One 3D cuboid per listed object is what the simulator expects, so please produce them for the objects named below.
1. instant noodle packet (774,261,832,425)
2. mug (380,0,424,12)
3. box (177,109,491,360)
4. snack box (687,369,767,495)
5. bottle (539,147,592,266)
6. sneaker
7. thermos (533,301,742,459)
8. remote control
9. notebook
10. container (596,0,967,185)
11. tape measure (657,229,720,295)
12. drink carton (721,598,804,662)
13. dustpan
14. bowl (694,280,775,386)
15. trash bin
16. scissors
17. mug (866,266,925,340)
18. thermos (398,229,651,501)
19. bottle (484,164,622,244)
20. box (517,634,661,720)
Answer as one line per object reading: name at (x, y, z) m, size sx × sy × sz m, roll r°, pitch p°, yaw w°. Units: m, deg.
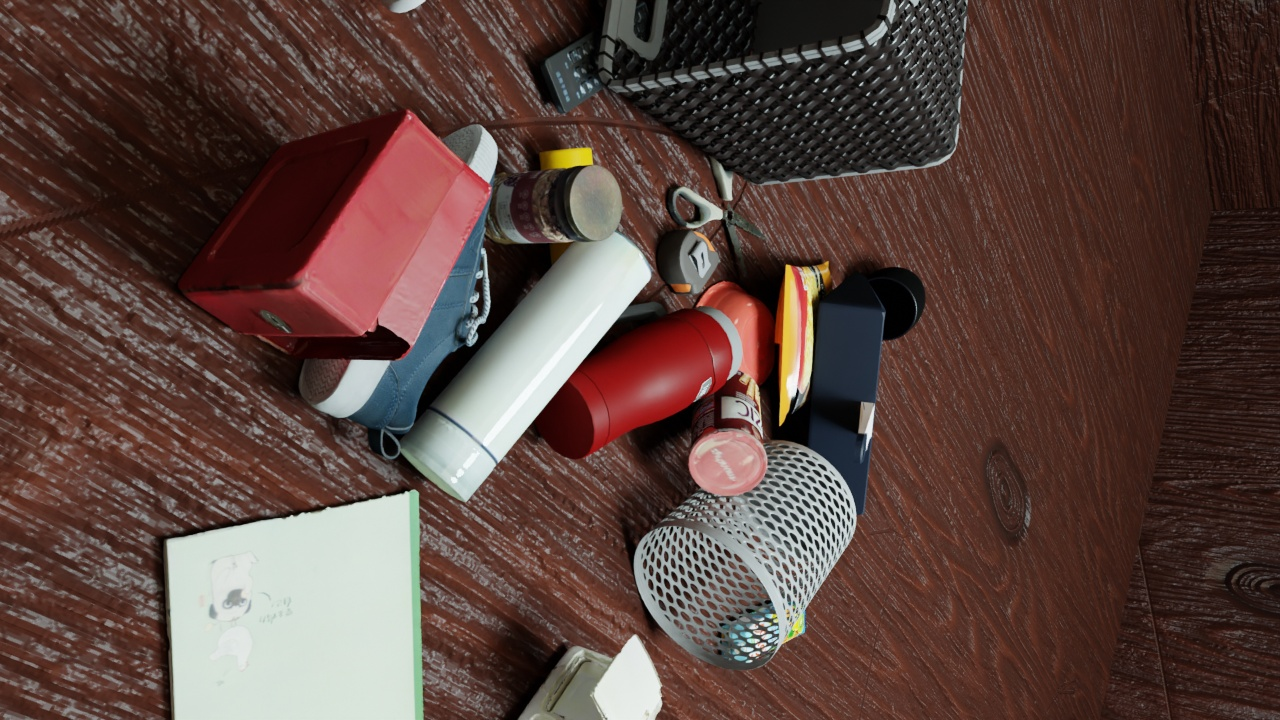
instant noodle packet at (0.183, -0.028, 1.013) m, size 0.220 × 0.032 × 0.160 m, roll -18°, pitch 110°, yaw -67°
mug at (-0.140, -0.286, 0.614) m, size 0.091 × 0.090 × 0.121 m, roll 30°, pitch 71°, yaw -46°
box at (-0.178, -0.070, 0.541) m, size 0.087 × 0.158 × 0.128 m, roll 44°, pitch 60°, yaw -35°
snack box at (0.082, 0.065, 0.876) m, size 0.121 × 0.072 × 0.072 m, roll -81°, pitch 154°, yaw -62°
bottle at (-0.055, -0.102, 0.764) m, size 0.043 × 0.043 × 0.144 m, roll -18°, pitch 107°, yaw -47°
sneaker at (-0.145, -0.051, 0.634) m, size 0.087 × 0.089 × 0.235 m, roll 36°, pitch 72°, yaw -41°
thermos at (-0.005, 0.005, 0.812) m, size 0.198 × 0.084 × 0.108 m, roll -25°, pitch 79°, yaw -43°
remote control at (-0.035, -0.262, 0.790) m, size 0.149 × 0.022 × 0.047 m, roll -45°, pitch 125°, yaw -39°
notebook at (-0.225, 0.226, 0.626) m, size 0.181 × 0.010 × 0.252 m, roll -6°, pitch 98°, yaw -49°
container at (0.144, -0.310, 0.805) m, size 0.243 × 0.246 × 0.247 m, roll 23°, pitch 71°, yaw -55°
tape measure at (0.048, -0.098, 0.886) m, size 0.058 × 0.038 × 0.059 m, roll -55°, pitch 131°, yaw -30°
drink carton at (0.138, 0.302, 1.026) m, size 0.128 × 0.039 × 0.044 m, roll -6°, pitch 98°, yaw -49°
dustpan at (0.234, 0.047, 1.004) m, size 0.272 × 0.080 × 0.236 m, roll -33°, pitch 128°, yaw -59°
bowl at (0.105, -0.017, 0.954) m, size 0.130 × 0.045 × 0.130 m, roll -5°, pitch 97°, yaw -49°
trash bin at (0.110, 0.180, 0.899) m, size 0.182 × 0.157 × 0.156 m, roll -35°, pitch 119°, yaw -44°
scissors at (0.082, -0.162, 0.939) m, size 0.170 × 0.013 × 0.157 m, roll -7°, pitch 99°, yaw -48°
mug at (0.316, -0.065, 1.176) m, size 0.100 × 0.085 × 0.119 m, roll -34°, pitch 149°, yaw -56°
thermos at (-0.084, -0.002, 0.691) m, size 0.229 × 0.068 × 0.068 m, roll -51°, pitch 129°, yaw -17°
bottle at (-0.071, -0.117, 0.697) m, size 0.056 × 0.105 × 0.056 m, roll -6°, pitch 98°, yaw -49°
box at (-0.021, 0.292, 0.714) m, size 0.143 × 0.188 × 0.105 m, roll -52°, pitch 144°, yaw -40°
